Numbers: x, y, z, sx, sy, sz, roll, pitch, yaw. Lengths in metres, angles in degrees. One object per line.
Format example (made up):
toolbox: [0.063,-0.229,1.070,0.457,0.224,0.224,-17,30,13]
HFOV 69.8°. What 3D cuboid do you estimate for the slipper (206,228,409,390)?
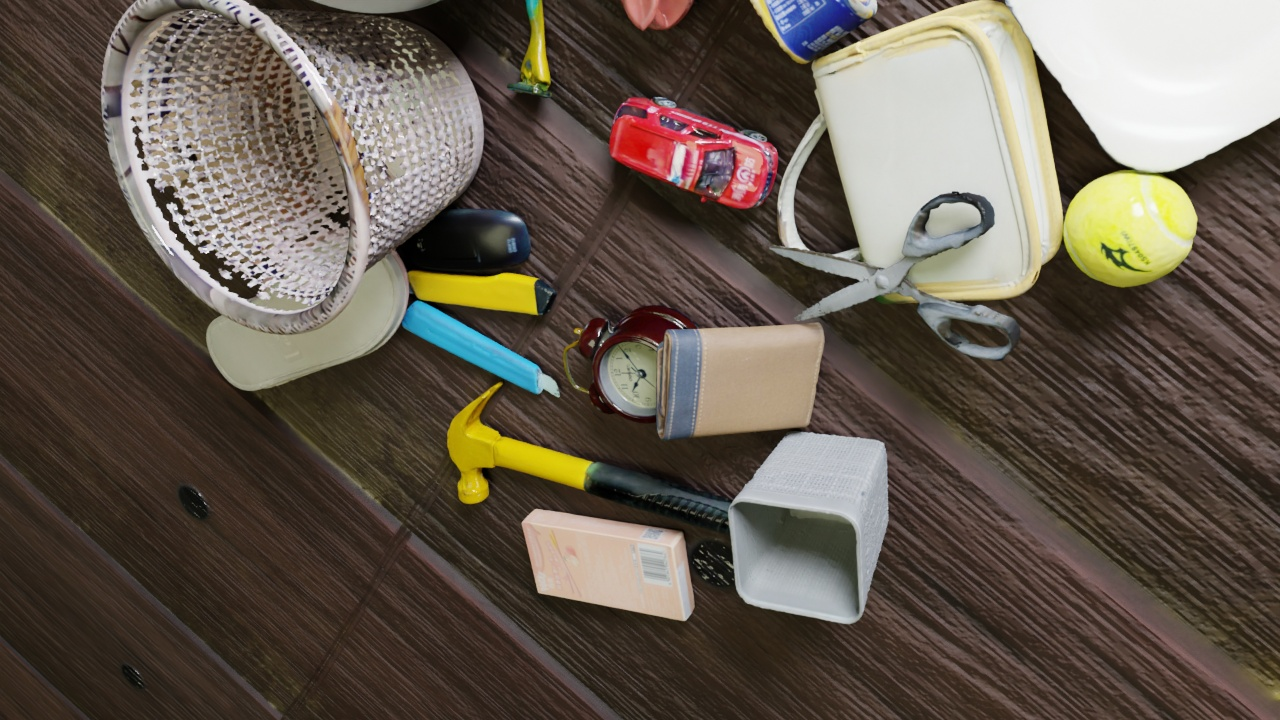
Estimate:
slipper: [-0.306,-0.043,0.853,0.275,0.054,0.114,-23,102,33]

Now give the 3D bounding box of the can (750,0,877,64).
can: [0.078,-0.247,0.521,0.049,0.074,0.148,-27,91,35]

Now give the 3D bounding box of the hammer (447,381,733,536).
hammer: [-0.041,0.101,0.799,0.301,0.032,0.129,13,122,23]

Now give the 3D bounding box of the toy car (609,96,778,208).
toy car: [0.033,-0.139,0.624,0.120,0.045,0.053,22,125,15]

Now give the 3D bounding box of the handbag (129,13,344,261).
handbag: [-0.348,-0.187,0.772,0.148,0.099,0.204,-13,112,29]

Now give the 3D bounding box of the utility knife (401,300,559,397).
utility knife: [-0.139,-0.008,0.804,0.162,0.018,0.034,27,131,12]

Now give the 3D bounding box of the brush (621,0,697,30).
brush: [0.000,-0.275,0.554,0.063,0.069,0.146,1,115,29]

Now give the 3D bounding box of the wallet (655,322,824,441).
wallet: [0.070,0.014,0.657,0.115,0.033,0.090,-4,120,-10]

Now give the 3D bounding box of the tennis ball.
tennis ball: [0.272,-0.074,0.513,0.065,0.065,0.065,13,120,23]

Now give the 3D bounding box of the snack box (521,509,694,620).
snack box: [-0.030,0.186,0.840,0.157,0.026,0.084,4,117,27]

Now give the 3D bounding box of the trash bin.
trash bin: [-0.226,-0.158,0.661,0.228,0.191,0.228,13,121,23]

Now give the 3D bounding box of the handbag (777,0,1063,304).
handbag: [0.157,-0.118,0.567,0.179,0.063,0.163,-2,114,46]

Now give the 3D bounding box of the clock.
clock: [-0.004,0.004,0.712,0.122,0.055,0.082,1,116,25]

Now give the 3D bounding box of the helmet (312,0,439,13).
helmet: [-0.127,-0.313,0.533,0.229,0.145,0.258,30,89,45]

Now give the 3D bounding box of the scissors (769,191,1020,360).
scissors: [0.155,-0.050,0.566,0.178,0.014,0.160,40,142,22]

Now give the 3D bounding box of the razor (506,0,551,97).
razor: [-0.082,-0.251,0.637,0.043,0.028,0.133,32,137,52]

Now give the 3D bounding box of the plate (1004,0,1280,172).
plate: [0.283,-0.195,0.459,0.165,0.034,0.163,-32,96,33]

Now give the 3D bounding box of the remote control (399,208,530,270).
remote control: [-0.153,-0.099,0.759,0.137,0.024,0.053,3,117,27]

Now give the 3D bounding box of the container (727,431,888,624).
container: [0.127,0.112,0.660,0.090,0.114,0.090,5,117,26]

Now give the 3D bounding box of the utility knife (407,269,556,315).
utility knife: [-0.152,-0.063,0.783,0.192,0.015,0.033,9,112,27]
